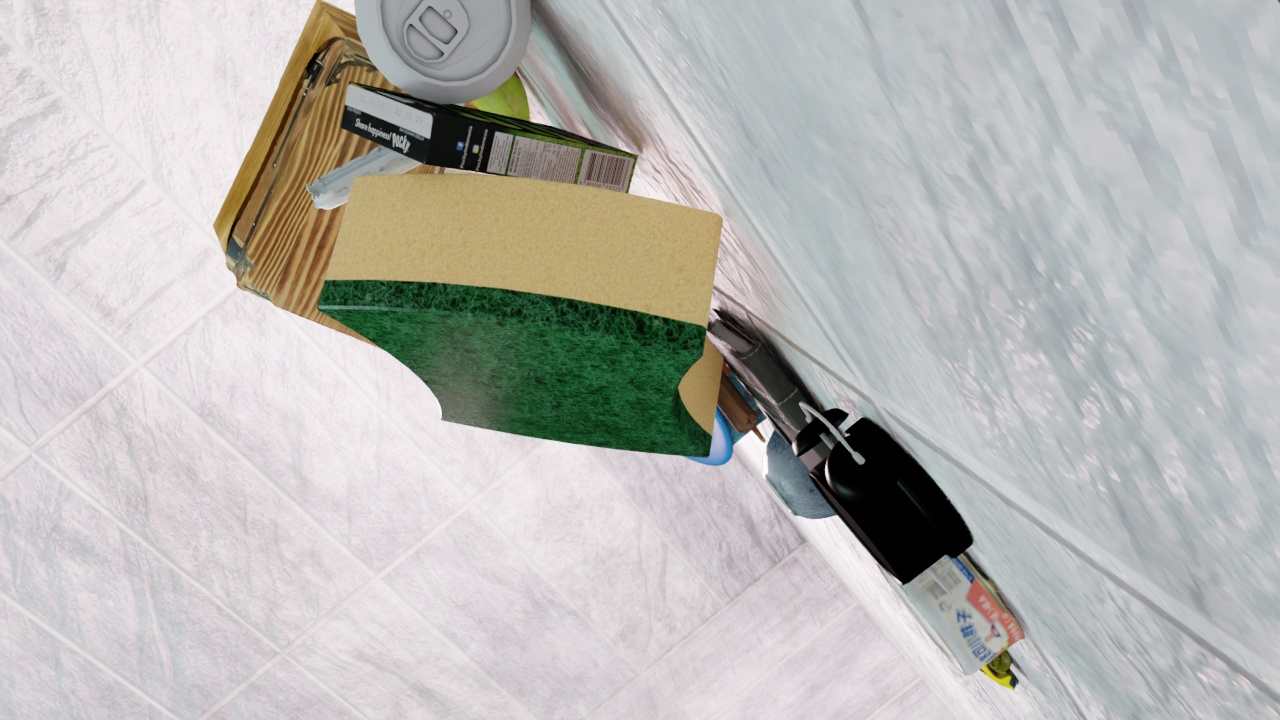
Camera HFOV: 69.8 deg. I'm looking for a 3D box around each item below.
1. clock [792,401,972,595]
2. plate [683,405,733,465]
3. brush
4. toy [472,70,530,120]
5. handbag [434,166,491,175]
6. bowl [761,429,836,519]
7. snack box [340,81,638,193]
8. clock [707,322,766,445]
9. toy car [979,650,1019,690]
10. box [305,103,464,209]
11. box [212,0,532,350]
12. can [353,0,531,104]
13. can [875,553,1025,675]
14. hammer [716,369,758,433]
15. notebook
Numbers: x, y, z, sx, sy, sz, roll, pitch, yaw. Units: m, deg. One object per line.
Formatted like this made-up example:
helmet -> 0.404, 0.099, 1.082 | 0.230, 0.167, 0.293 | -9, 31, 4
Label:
clock -> 0.126, 0.069, 0.500 | 0.121, 0.042, 0.091 | 51, 180, -17
plate -> -0.005, 0.005, 0.782 | 0.224, 0.024, 0.225 | 38, 161, 15
brush -> -0.052, -0.015, 0.556 | 0.195, 0.075, 0.250 | 7, 162, 8
toy -> -0.136, -0.254, 0.795 | 0.092, 0.046, 0.115 | 50, 172, 37
handbag -> -0.100, -0.175, 0.748 | 0.199, 0.116, 0.187 | 127, 143, -58
bowl -> 0.149, 0.109, 0.851 | 0.110, 0.055, 0.110 | 52, 180, -1
snack box -> -0.081, -0.123, 0.519 | 0.080, 0.025, 0.147 | 28, -160, 37
clock -> 0.061, 0.015, 0.889 | 0.157, 0.073, 0.121 | 52, 179, -37
toy car -> 0.245, 0.207, 0.700 | 0.107, 0.030, 0.049 | 50, 178, 19
box -> -0.176, -0.179, 0.684 | 0.084, 0.186, 0.211 | 30, -179, -23
box -> -0.268, -0.170, 0.937 | 0.258, 0.280, 0.220 | 13, -149, -45
can -> -0.113, -0.192, 0.509 | 0.088, 0.088, 0.140 | 51, 180, -26
can -> 0.185, 0.143, 0.554 | 0.086, 0.043, 0.086 | 53, -179, -1
hammer -> -0.001, -0.068, 0.797 | 0.328, 0.052, 0.098 | 54, -179, 22
notebook -> 0.124, 0.054, 0.699 | 0.209, 0.029, 0.169 | 53, 180, -13
